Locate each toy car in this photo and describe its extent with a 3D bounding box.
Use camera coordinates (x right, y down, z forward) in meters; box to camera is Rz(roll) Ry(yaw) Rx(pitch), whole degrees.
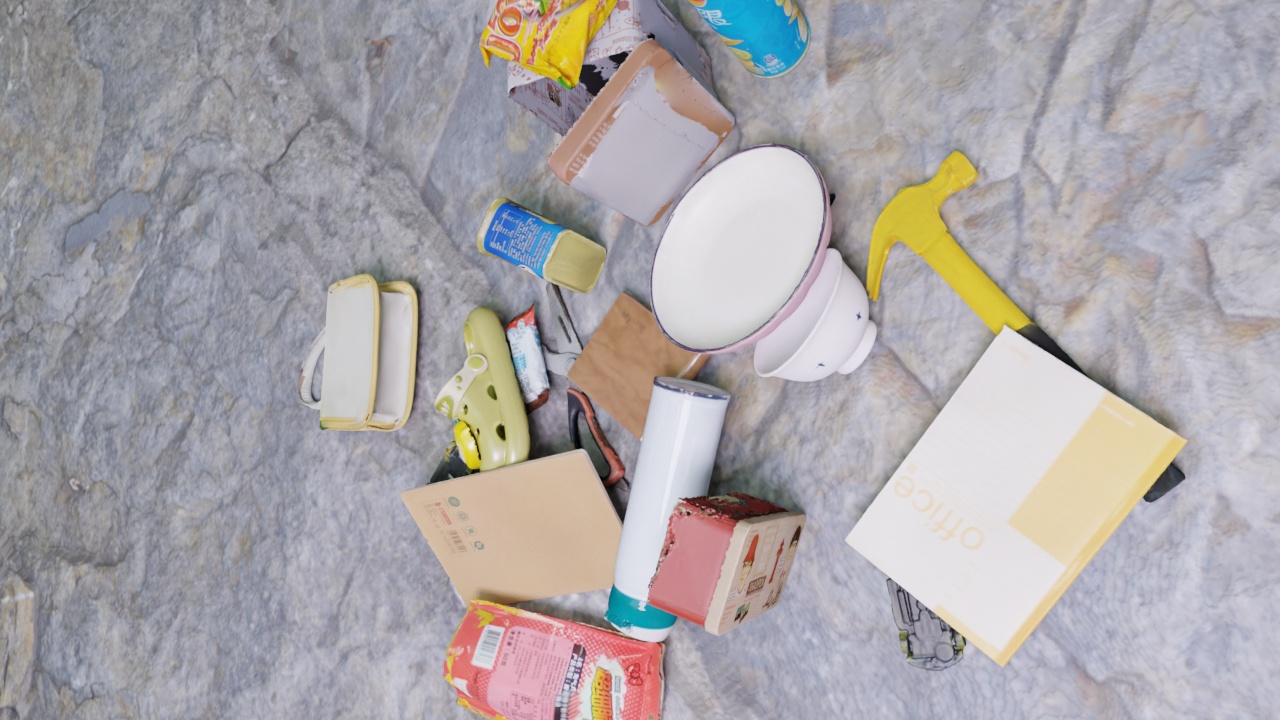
[{"bbox_3d":[0.221,0.186,0.713,0.048,0.032,0.105,-16,75,23],"label":"toy car"},{"bbox_3d":[-0.185,0.119,0.928,0.043,0.036,0.091,38,100,24],"label":"toy car"}]

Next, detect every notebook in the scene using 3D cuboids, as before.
[{"bbox_3d":[0.268,0.098,0.676,0.146,0.010,0.206,39,102,25],"label":"notebook"},{"bbox_3d":[-0.110,0.164,0.856,0.208,0.008,0.148,-15,112,25],"label":"notebook"}]

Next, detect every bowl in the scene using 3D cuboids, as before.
[{"bbox_3d":[0.152,-0.025,0.750,0.064,0.118,0.118,29,99,-12],"label":"bowl"}]

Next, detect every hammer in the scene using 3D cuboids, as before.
[{"bbox_3d":[0.290,-0.019,0.704,0.129,0.032,0.300,-43,67,16],"label":"hammer"}]

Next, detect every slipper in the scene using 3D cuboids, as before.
[{"bbox_3d":[-0.159,0.039,0.889,0.081,0.092,0.190,-8,68,-15],"label":"slipper"}]

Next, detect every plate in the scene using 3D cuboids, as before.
[{"bbox_3d":[0.088,-0.091,0.788,0.193,0.039,0.192,-25,53,38],"label":"plate"}]

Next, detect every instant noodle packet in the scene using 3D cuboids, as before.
[{"bbox_3d":[-0.068,-0.280,0.718,0.111,0.044,0.128,29,95,34],"label":"instant noodle packet"}]

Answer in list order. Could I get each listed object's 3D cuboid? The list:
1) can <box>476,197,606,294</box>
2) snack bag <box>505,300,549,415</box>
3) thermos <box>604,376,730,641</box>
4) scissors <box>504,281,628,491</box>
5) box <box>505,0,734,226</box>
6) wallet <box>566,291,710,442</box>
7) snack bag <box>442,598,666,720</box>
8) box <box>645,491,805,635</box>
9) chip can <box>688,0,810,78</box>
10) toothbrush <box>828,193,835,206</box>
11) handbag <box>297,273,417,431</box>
[{"bbox_3d":[-0.091,-0.107,0.872,0.083,0.102,0.057,27,95,26],"label":"can"},{"bbox_3d":[-0.109,-0.002,0.895,0.048,0.026,0.104,-30,70,47],"label":"snack bag"},{"bbox_3d":[0.023,0.130,0.789,0.073,0.073,0.224,16,98,28],"label":"thermos"},{"bbox_3d":[-0.051,0.021,0.885,0.225,0.015,0.189,10,88,29],"label":"scissors"},{"bbox_3d":[-0.009,-0.210,0.801,0.150,0.181,0.166,-8,76,27],"label":"box"},{"bbox_3d":[-0.005,0.005,0.843,0.115,0.020,0.101,37,99,29],"label":"wallet"},{"bbox_3d":[-0.077,0.295,0.840,0.208,0.073,0.128,9,92,22],"label":"snack bag"},{"bbox_3d":[0.064,0.149,0.722,0.078,0.168,0.091,17,91,24],"label":"box"},{"bbox_3d":[0.077,-0.303,0.748,0.071,0.210,0.071,-4,81,26],"label":"chip can"},{"bbox_3d":[0.108,-0.073,0.815,0.016,0.014,0.190,45,105,25],"label":"toothbrush"},{"bbox_3d":[-0.316,-0.003,1.007,0.179,0.063,0.163,-4,81,42],"label":"handbag"}]
